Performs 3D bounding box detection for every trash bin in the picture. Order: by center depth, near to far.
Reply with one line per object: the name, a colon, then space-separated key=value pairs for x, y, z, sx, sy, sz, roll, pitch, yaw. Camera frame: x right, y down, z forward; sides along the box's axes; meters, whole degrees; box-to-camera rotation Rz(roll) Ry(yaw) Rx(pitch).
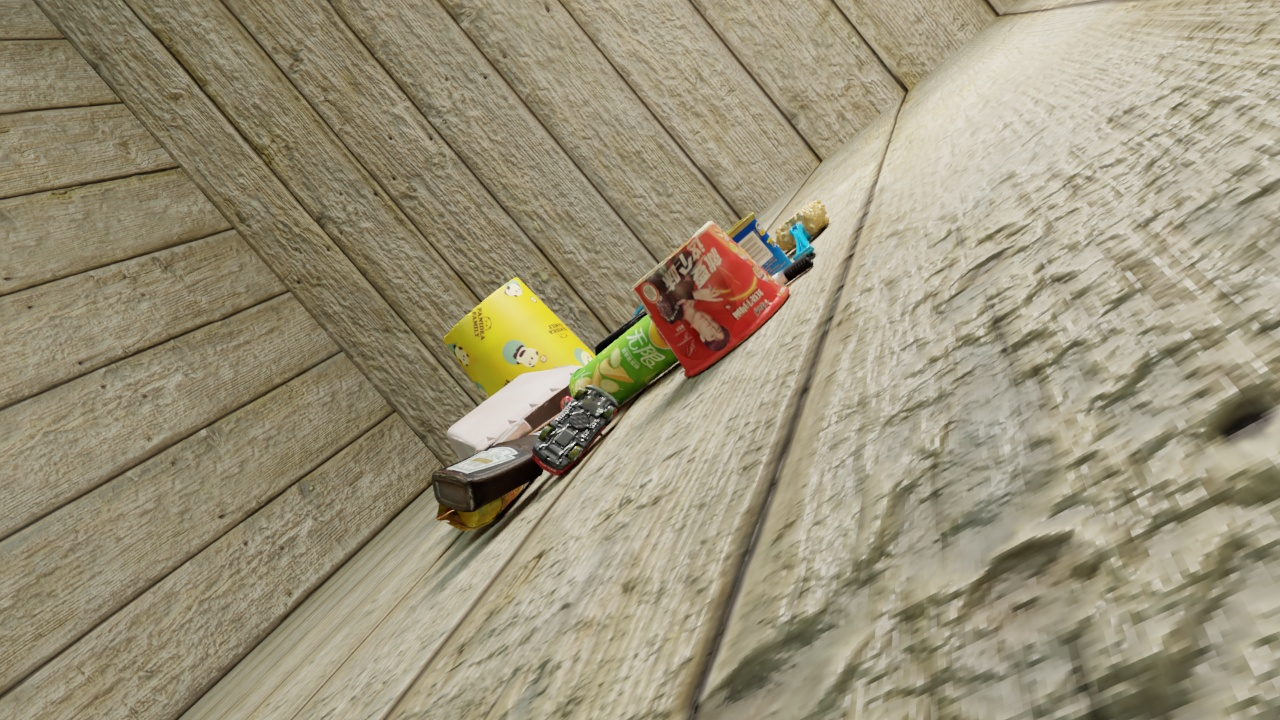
trash bin: x=-0.216 y=0.000 z=1.715 sx=0.230 sy=0.255 sz=0.229 roll=-40 pitch=5 yaw=4

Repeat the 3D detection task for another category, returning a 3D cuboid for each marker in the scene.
marker: x=0.140 y=-0.079 z=1.012 sx=0.131 sy=0.018 sz=0.022 roll=-35 pitch=11 yaw=43

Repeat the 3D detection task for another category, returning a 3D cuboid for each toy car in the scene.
toy car: x=-0.073 y=0.078 z=1.021 sx=0.120 sy=0.053 sz=0.045 roll=-48 pitch=-12 yaw=-34

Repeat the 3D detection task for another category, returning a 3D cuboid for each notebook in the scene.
notebook: x=-0.202 y=0.152 z=1.297 sx=0.150 sy=0.012 sz=0.209 roll=-42 pitch=-11 yaw=-7

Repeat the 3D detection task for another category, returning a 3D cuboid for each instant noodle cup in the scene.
instant noodle cup: x=0.064 y=-0.066 z=0.929 sx=0.138 sy=0.108 sz=0.138 roll=-40 pitch=5 yaw=4

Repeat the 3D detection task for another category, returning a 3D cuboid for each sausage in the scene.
sausage: x=-0.083 y=0.069 z=1.140 sx=0.020 sy=0.020 sz=0.156 roll=-41 pitch=-15 yaw=-9

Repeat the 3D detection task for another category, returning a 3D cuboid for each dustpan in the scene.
dustpan: x=-0.167 y=0.115 z=1.382 sx=0.222 sy=0.139 sz=0.274 roll=-37 pitch=18 yaw=-24

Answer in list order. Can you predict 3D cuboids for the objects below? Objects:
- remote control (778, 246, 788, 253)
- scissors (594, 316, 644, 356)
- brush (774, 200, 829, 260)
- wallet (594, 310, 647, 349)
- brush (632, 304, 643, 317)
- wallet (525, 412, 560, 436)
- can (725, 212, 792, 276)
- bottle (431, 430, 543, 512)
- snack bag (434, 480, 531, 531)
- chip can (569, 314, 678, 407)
remote control: x=0.179 y=-0.146 z=1.308 sx=0.125 sy=0.024 sz=0.049 roll=-38 pitch=5 yaw=18
scissors: x=0.037 y=-0.064 z=1.159 sx=0.235 sy=0.021 sz=0.124 roll=-37 pitch=-10 yaw=29
brush: x=0.202 y=-0.154 z=1.145 sx=0.083 sy=0.046 sz=0.254 roll=-35 pitch=10 yaw=17
wallet: x=-0.006 y=-0.021 z=1.293 sx=0.096 sy=0.020 sz=0.122 roll=-33 pitch=-24 yaw=3
brush: x=0.032 y=-0.069 z=1.467 sx=0.144 sy=0.073 sz=0.055 roll=-38 pitch=9 yaw=21
wallet: x=-0.107 y=0.088 z=1.284 sx=0.115 sy=0.020 sz=0.101 roll=-37 pitch=-11 yaw=0
can: x=0.127 y=-0.117 z=1.070 sx=0.057 sy=0.083 sz=0.102 roll=-41 pitch=5 yaw=-8
bottle: x=-0.141 y=0.114 z=1.041 sx=0.080 sy=0.044 sz=0.194 roll=5 pitch=20 yaw=40
snack bag: x=-0.182 y=0.154 z=1.163 sx=0.129 sy=0.073 sz=0.207 roll=-33 pitch=-2 yaw=11
chip can: x=0.005 y=-0.009 z=1.109 sx=0.222 sy=0.072 sz=0.072 roll=-38 pitch=5 yaw=31
